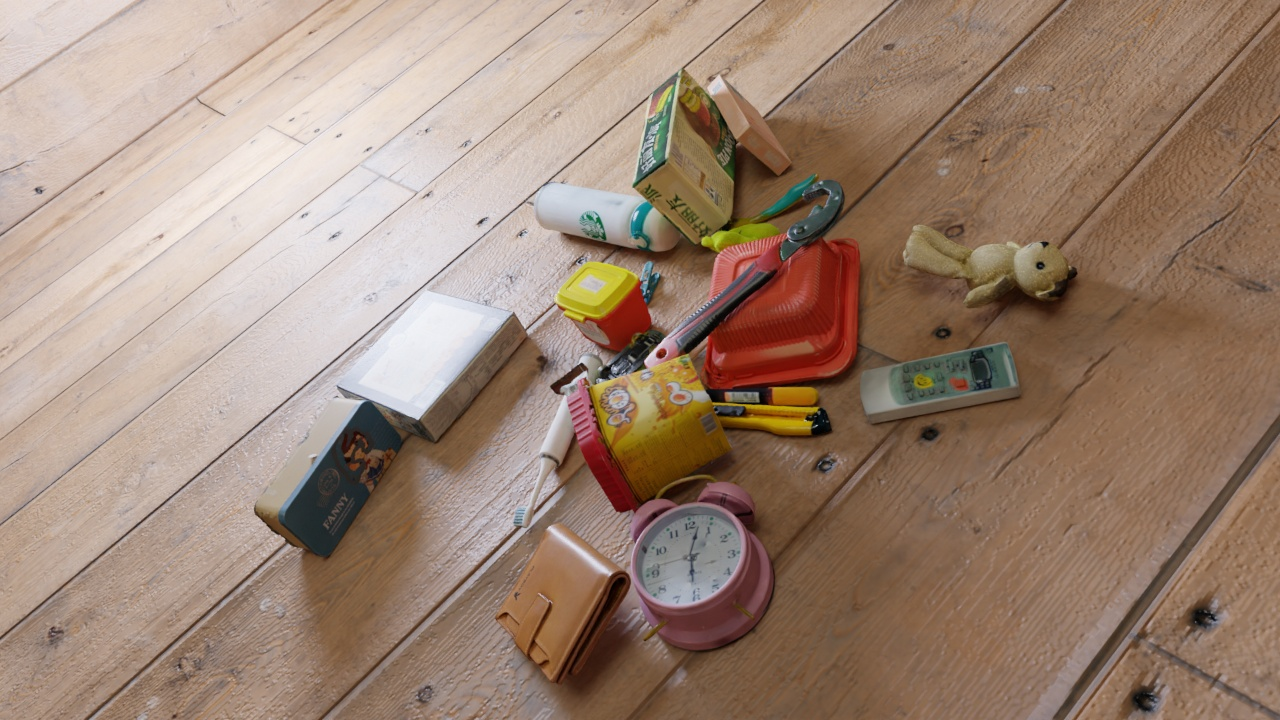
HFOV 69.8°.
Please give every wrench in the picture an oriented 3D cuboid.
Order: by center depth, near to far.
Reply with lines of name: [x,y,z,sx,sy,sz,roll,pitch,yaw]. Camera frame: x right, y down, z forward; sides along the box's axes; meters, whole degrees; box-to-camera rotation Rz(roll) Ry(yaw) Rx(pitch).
wrench: [0.107,-0.083,0.911,0.273,0.016,0.056,-45,42,-8]

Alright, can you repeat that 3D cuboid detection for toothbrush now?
toothbrush: [-0.086,0.082,0.969,0.026,0.027,0.220,2,50,23]

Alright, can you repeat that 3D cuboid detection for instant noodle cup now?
instant noodle cup: [0.010,0.063,0.862,0.124,0.116,0.116,-25,40,3]
instant noodle cup: [0.137,-0.061,0.944,0.165,0.079,0.188,-11,48,27]

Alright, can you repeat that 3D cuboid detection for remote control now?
remote control: [0.267,0.020,0.828,0.135,0.019,0.056,-12,43,20]

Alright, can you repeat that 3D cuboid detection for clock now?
clock: [0.047,0.162,0.780,0.117,0.060,0.158,-17,41,13]

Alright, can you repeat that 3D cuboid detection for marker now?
marker: [0.116,0.035,0.905,0.124,0.018,0.015,-2,8,31]

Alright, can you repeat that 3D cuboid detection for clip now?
clip: [0.009,-0.090,1.096,0.014,0.041,0.056,-2,54,30]

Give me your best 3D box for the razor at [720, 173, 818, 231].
razor: [0.155,-0.186,1.100,0.133,0.028,0.043,-27,26,12]

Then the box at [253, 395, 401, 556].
box: [-0.350,0.131,1.026,0.060,0.090,0.183,2,51,30]

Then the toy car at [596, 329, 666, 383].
toy car: [-0.006,0.006,0.991,0.091,0.036,0.043,-40,42,-12]

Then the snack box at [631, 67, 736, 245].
snack box: [0.060,-0.259,1.148,0.063,0.114,0.239,-33,31,31]

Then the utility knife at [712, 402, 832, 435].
utility knife: [0.085,0.055,0.903,0.217,0.015,0.033,1,46,32]

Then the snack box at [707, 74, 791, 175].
snack box: [0.140,-0.307,1.191,0.026,0.084,0.157,-43,35,22]

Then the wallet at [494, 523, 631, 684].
wallet: [-0.070,0.207,0.793,0.107,0.031,0.132,-58,29,-7]

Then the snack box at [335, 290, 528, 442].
snack box: [-0.260,0.000,1.141,0.183,0.046,0.177,15,57,40]

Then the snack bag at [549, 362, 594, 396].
snack bag: [-0.049,0.049,0.960,0.048,0.026,0.104,-39,60,-9]

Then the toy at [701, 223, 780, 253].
toy: [0.119,-0.138,1.046,0.100,0.031,0.097,-10,15,-22]

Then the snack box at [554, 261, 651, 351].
snack box: [-0.040,-0.058,1.044,0.091,0.080,0.081,22,61,43]

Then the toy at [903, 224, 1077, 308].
toy: [0.329,-0.095,0.876,0.157,0.066,0.104,20,43,34]

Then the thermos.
thermos: [-0.044,-0.184,1.187,0.224,0.073,0.073,19,59,41]
